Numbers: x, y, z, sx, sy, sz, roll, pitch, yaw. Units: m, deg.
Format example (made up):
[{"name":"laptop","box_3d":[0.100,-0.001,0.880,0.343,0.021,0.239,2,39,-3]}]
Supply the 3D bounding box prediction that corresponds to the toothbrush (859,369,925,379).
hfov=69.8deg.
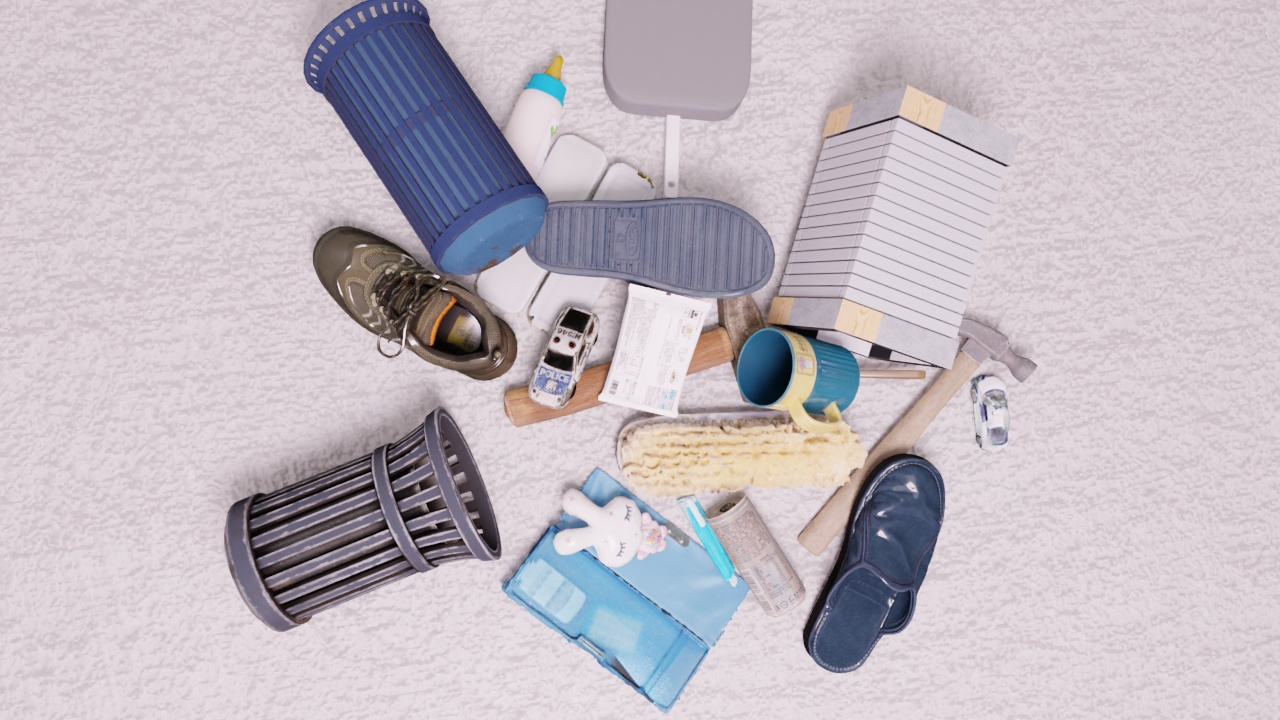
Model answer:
[{"name":"toothbrush","box_3d":[0.237,0.014,1.036,0.167,0.016,0.016,1,85,4]}]

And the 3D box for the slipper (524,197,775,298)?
[{"name":"slipper","box_3d":[0.011,-0.124,0.975,0.264,0.082,0.101,6,96,6]}]

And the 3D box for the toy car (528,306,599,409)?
[{"name":"toy car","box_3d":[-0.080,-0.004,0.963,0.048,0.040,0.112,18,76,12]}]

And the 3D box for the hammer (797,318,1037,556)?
[{"name":"hammer","box_3d":[0.298,0.090,1.048,0.119,0.030,0.331,41,92,10]}]

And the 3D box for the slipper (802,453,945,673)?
[{"name":"slipper","box_3d":[0.271,0.235,1.009,0.109,0.083,0.265,23,95,-13]}]

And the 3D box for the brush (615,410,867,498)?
[{"name":"brush","box_3d":[0.109,0.101,1.010,0.271,0.056,0.083,-1,105,-6]}]

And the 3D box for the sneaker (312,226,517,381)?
[{"name":"sneaker","box_3d":[-0.235,-0.052,0.926,0.238,0.143,0.101,31,88,-6]}]

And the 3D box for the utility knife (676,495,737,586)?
[{"name":"utility knife","box_3d":[0.077,0.204,1.029,0.022,0.015,0.116,-28,90,-17]}]

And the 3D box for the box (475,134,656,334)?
[{"name":"box","box_3d":[-0.081,-0.134,1.005,0.129,0.034,0.209,29,88,-4]}]

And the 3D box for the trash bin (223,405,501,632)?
[{"name":"trash bin","box_3d":[-0.277,0.165,0.921,0.227,0.164,0.164,-22,93,-3]}]

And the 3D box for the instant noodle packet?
[{"name":"instant noodle packet","box_3d":[0.014,-0.008,0.961,0.087,0.026,0.134,13,111,-7]}]

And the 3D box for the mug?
[{"name":"mug","box_3d":[0.171,0.027,0.959,0.107,0.083,0.113,11,45,-38]}]

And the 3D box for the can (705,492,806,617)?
[{"name":"can","box_3d":[0.129,0.217,1.020,0.054,0.054,0.135,-33,94,-5]}]

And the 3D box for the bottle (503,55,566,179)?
[{"name":"bottle","box_3d":[-0.112,-0.259,0.983,0.051,0.051,0.146,22,88,-7]}]

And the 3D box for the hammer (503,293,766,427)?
[{"name":"hammer","box_3d":[-0.006,0.006,1.008,0.300,0.037,0.158,-18,93,-6]}]

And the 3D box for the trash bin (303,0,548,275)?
[{"name":"trash bin","box_3d":[-0.205,-0.213,0.906,0.139,0.139,0.249,-34,84,-5]}]

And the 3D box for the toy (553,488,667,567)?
[{"name":"toy","box_3d":[-0.028,0.183,0.989,0.125,0.037,0.075,15,71,-12]}]

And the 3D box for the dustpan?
[{"name":"dustpan","box_3d":[0.039,-0.306,1.011,0.163,0.033,0.257,3,81,-7]}]

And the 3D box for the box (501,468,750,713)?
[{"name":"box","box_3d":[-0.010,0.253,1.016,0.231,0.033,0.174,40,79,-6]}]

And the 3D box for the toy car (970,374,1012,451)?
[{"name":"toy car","box_3d":[0.409,0.061,1.064,0.038,0.027,0.090,-7,92,-5]}]

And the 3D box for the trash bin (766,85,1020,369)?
[{"name":"trash bin","box_3d":[0.262,-0.134,0.970,0.142,0.142,0.247,17,89,-20]}]
